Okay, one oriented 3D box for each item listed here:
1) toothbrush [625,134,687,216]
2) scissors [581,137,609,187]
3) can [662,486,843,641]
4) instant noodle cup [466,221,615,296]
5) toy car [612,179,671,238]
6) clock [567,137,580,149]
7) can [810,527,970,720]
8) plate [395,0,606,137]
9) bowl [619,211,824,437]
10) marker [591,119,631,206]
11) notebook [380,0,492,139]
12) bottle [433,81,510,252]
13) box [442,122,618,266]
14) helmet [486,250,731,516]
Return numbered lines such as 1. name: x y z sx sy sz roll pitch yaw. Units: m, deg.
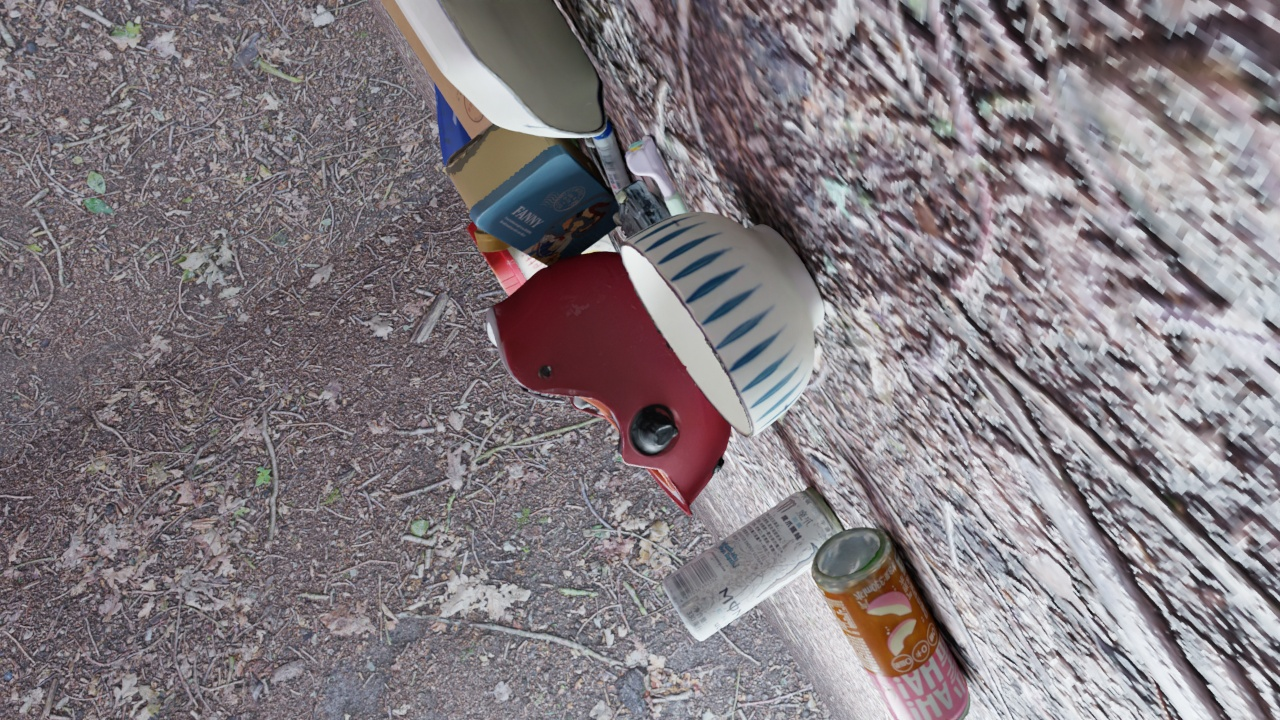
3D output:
1. toothbrush: 0.039 -0.061 0.603 0.021 0.029 0.189 -1 132 39
2. scissors: -0.061 -0.198 0.689 0.163 0.012 0.160 64 178 -5
3. can: 0.092 0.165 0.747 0.058 0.146 0.058 57 175 7
4. instant noodle cup: -0.102 -0.123 0.981 0.116 0.124 0.116 53 172 43
5. toy car: 0.006 -0.095 0.640 0.049 0.031 0.105 57 176 2
6. clock: -0.099 -0.199 0.869 0.116 0.056 0.161 58 175 8
7. can: 0.170 0.184 0.621 0.147 0.058 0.058 59 175 -19
8. plate: -0.111 -0.229 0.511 0.265 0.034 0.161 58 -156 -1
9. bowl: 0.048 -0.027 0.459 0.116 0.066 0.116 56 175 7
10. marker: -0.014 -0.131 0.696 0.017 0.017 0.146 55 174 30
11. notebook: -0.145 -0.277 0.675 0.207 0.008 0.148 56 142 16
12. bottle: -0.139 -0.200 0.767 0.065 0.065 0.219 -133 36 -66
13. box: -0.078 -0.133 0.714 0.061 0.090 0.184 56 -168 13
14. helmet: -0.005 0.004 0.764 0.240 0.144 0.207 42 177 -15
